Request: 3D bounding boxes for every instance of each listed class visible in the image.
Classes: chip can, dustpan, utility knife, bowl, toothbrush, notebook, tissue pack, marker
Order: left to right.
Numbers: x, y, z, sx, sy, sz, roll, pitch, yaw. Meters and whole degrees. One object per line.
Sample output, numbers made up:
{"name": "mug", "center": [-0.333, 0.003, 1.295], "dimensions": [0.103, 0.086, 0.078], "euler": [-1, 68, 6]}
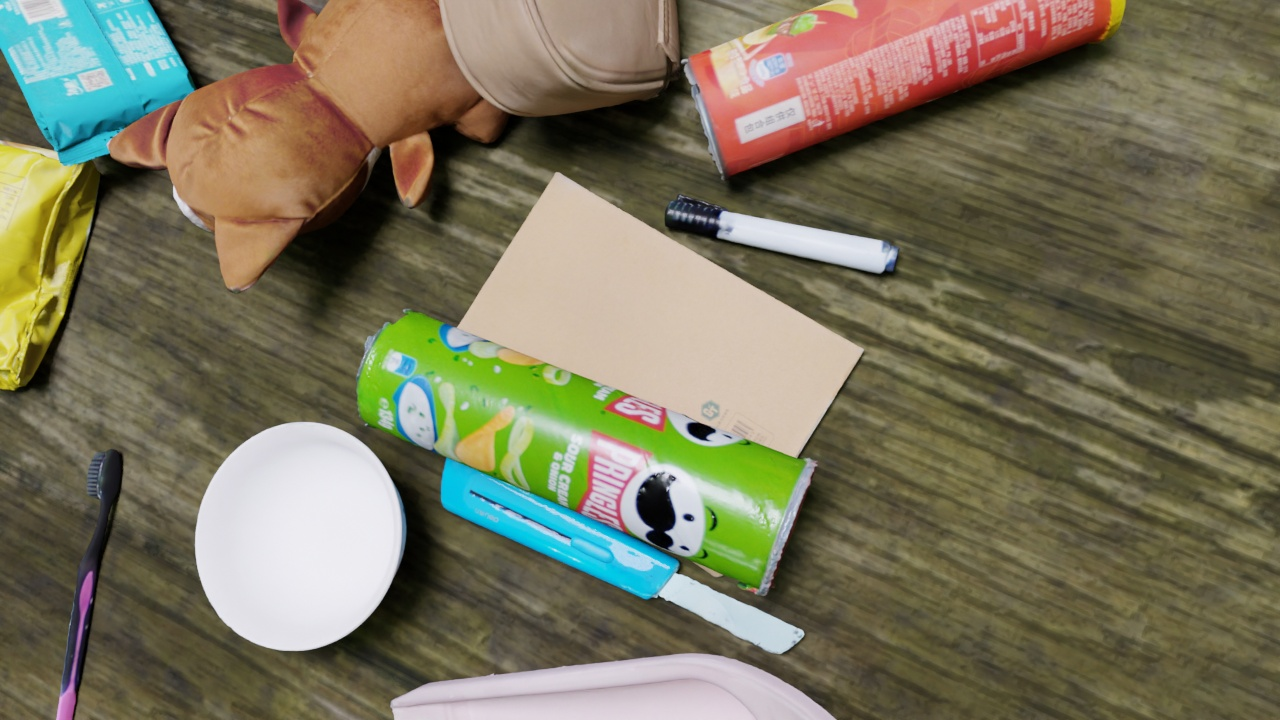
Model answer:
{"name": "toothbrush", "center": [-0.343, 0.148, 0.562], "dimensions": [0.018, 0.014, 0.189], "euler": [4, 83, 22]}
{"name": "tissue pack", "center": [-0.344, -0.189, 0.579], "dimensions": [0.093, 0.050, 0.133], "euler": [-27, 74, -25]}
{"name": "bowl", "center": [-0.174, 0.096, 0.509], "dimensions": [0.118, 0.064, 0.118], "euler": [-2, 81, 12]}
{"name": "chip can", "center": [-0.032, 0.044, 0.477], "dimensions": [0.236, 0.072, 0.072], "euler": [20, 86, 14]}
{"name": "utility knife", "center": [-0.015, 0.106, 0.501], "dimensions": [0.218, 0.018, 0.034], "euler": [23, 86, 12]}
{"name": "dustpan", "center": [-0.007, 0.243, 0.417], "dimensions": [0.273, 0.139, 0.222], "euler": [-20, 79, 7]}
{"name": "notebook", "center": [-0.003, 0.003, 0.519], "dimensions": [0.208, 0.008, 0.148], "euler": [32, 89, 14]}
{"name": "marker", "center": [0.077, -0.071, 0.510], "dimensions": [0.131, 0.018, 0.022], "euler": [13, 75, 13]}
{"name": "chip can", "center": [0.133, -0.165, 0.485], "dimensions": [0.217, 0.073, 0.073], "euler": [-20, 78, 8]}

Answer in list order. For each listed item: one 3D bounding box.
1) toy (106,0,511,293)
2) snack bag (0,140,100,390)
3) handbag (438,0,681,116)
{"name": "toy", "center": [-0.181, -0.133, 0.522], "dimensions": [0.140, 0.131, 0.199], "euler": [41, 70, 16]}
{"name": "snack bag", "center": [-0.480, -0.079, 0.595], "dimensions": [0.247, 0.068, 0.158], "euler": [12, 84, 12]}
{"name": "handbag", "center": [-0.045, -0.232, 0.491], "dimensions": [0.100, 0.147, 0.204], "euler": [-4, 88, 40]}
